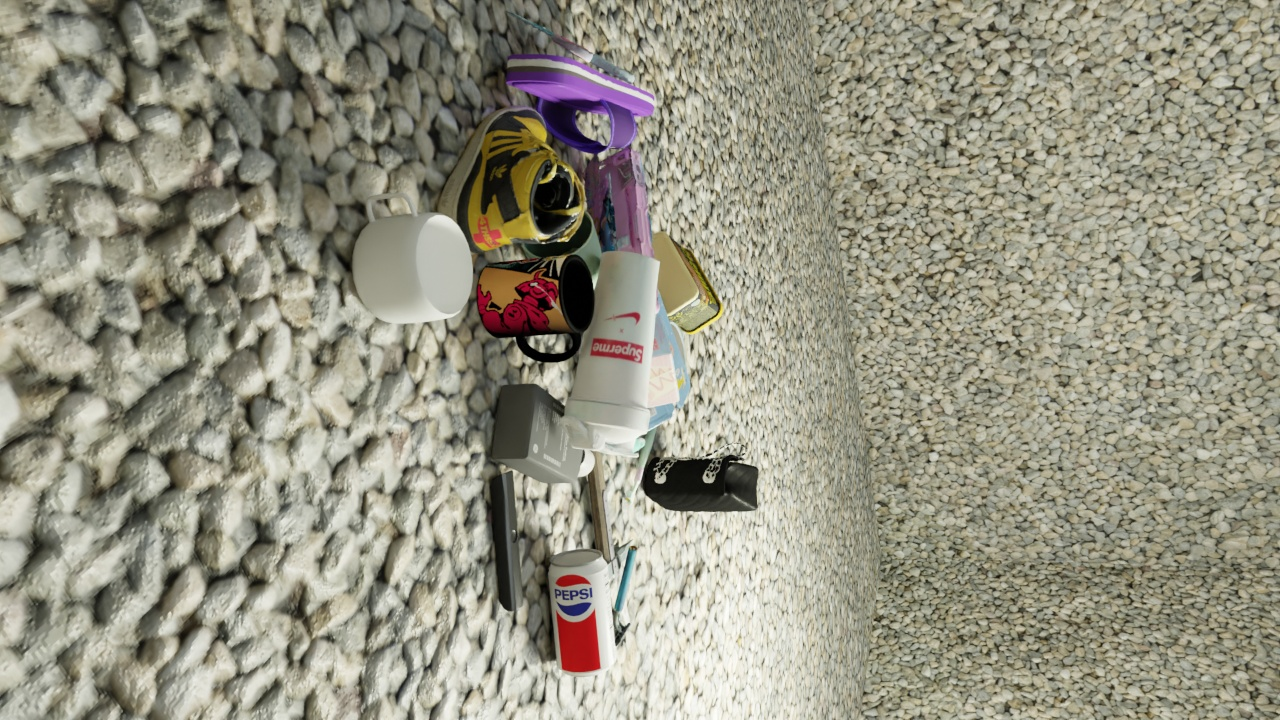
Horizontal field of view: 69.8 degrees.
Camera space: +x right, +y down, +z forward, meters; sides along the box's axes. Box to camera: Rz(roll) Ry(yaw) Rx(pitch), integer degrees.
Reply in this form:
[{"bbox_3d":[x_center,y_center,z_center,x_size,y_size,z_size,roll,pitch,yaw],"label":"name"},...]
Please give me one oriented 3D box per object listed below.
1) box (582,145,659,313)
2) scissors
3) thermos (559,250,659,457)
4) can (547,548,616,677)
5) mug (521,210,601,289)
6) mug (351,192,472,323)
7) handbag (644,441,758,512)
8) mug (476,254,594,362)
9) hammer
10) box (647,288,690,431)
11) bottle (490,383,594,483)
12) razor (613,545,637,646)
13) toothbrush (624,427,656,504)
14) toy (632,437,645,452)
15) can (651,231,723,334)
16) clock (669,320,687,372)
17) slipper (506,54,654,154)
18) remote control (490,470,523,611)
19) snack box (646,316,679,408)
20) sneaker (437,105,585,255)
[{"bbox_3d":[-0.037,-0.158,1.143,0.070,0.085,0.230,21,57,-50],"label":"box"},{"bbox_3d":[-0.073,-0.358,1.061,0.176,0.170,0.013,18,108,-34],"label":"scissors"},{"bbox_3d":[-0.030,-0.007,1.020,0.099,0.099,0.220,26,70,-65],"label":"thermos"},{"bbox_3d":[-0.068,0.292,1.066,0.070,0.070,0.132,-18,104,-67],"label":"can"},{"bbox_3d":[-0.081,-0.103,1.055,0.104,0.084,0.111,73,2,-54],"label":"mug"},{"bbox_3d":[-0.200,-0.089,0.790,0.094,0.068,0.116,-59,140,-54],"label":"mug"},{"bbox_3d":[0.090,0.166,1.371,0.125,0.154,0.114,31,62,-59],"label":"handbag"},{"bbox_3d":[-0.106,-0.051,0.979,0.081,0.098,0.118,-57,139,-55],"label":"mug"},{"bbox_3d":[-0.061,0.125,1.163,0.146,0.028,0.317,-28,113,-67],"label":"hammer"},{"bbox_3d":[0.013,-0.007,1.269,0.124,0.043,0.209,-40,127,-26],"label":"box"},{"bbox_3d":[-0.102,0.094,1.039,0.174,0.046,0.083,44,47,-59],"label":"bottle"},{"bbox_3d":[-0.021,0.309,1.219,0.042,0.022,0.144,-43,143,-64],"label":"razor"},{"bbox_3d":[0.002,0.145,1.335,0.154,0.015,0.022,-70,150,-46],"label":"toothbrush"},{"bbox_3d":[-0.021,0.079,1.237,0.084,0.033,0.105,-16,114,-49],"label":"toy"},{"bbox_3d":[0.053,-0.116,1.365,0.130,0.073,0.101,63,16,23],"label":"can"},{"bbox_3d":[0.034,-0.002,1.393,0.159,0.045,0.122,-25,111,-65],"label":"clock"},{"bbox_3d":[-0.071,-0.292,1.094,0.266,0.107,0.084,-12,108,-67],"label":"slipper"},{"bbox_3d":[-0.140,0.191,0.973,0.033,0.015,0.147,-11,98,-68],"label":"remote control"},{"bbox_3d":[-0.007,0.007,1.180,0.093,0.095,0.080,-104,-177,-56],"label":"snack box"},{"bbox_3d":[-0.112,-0.198,0.953,0.237,0.122,0.086,-71,151,-41],"label":"sneaker"}]
